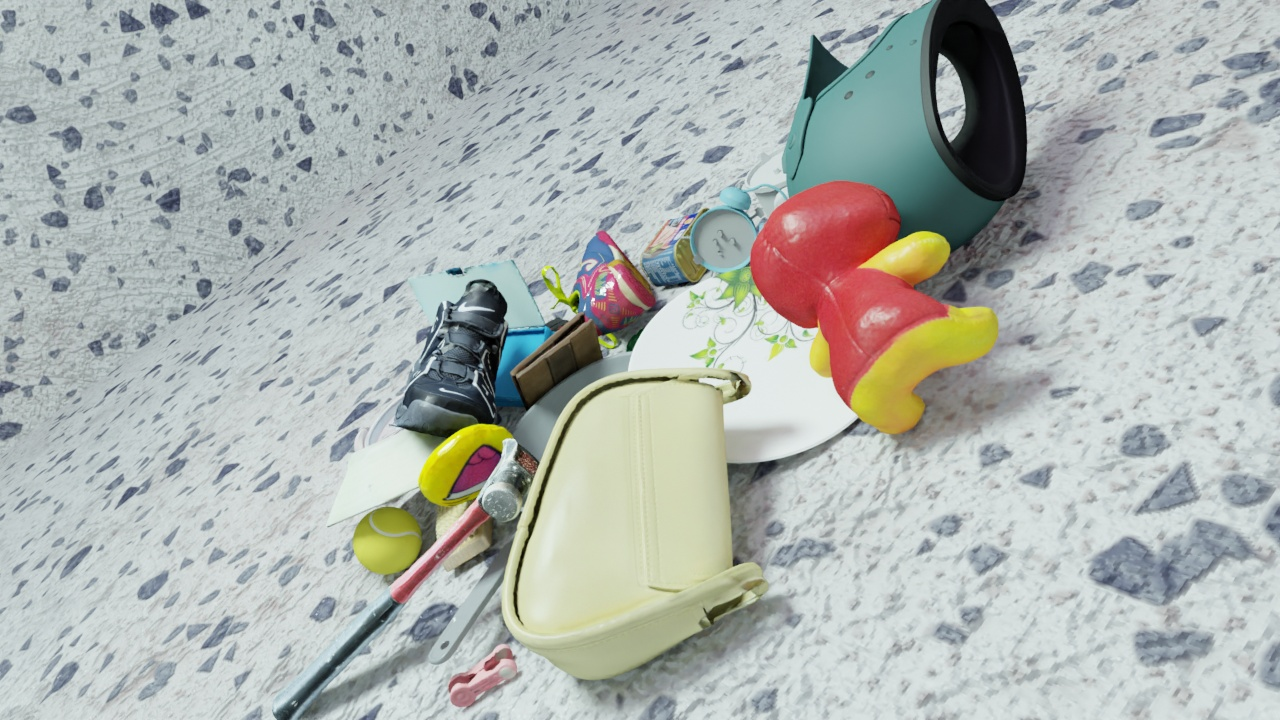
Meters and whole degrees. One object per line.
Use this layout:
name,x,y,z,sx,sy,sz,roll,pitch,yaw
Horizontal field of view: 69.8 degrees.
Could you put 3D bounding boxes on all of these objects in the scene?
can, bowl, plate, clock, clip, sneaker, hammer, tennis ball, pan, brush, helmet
can,0.050,-0.132,1.086,0.059,0.054,0.099,-7,37,44
bowl,-0.242,0.105,0.926,0.176,0.058,0.176,-24,-1,-1
plate,0.103,0.004,0.804,0.230,0.030,0.228,-11,46,11
clock,0.187,-0.207,1.049,0.119,0.061,0.159,-38,27,-9
clip,-0.121,0.240,0.707,0.060,0.023,0.044,-24,24,14
sneaker,-0.051,-0.090,1.065,0.091,0.116,0.241,-41,17,7
hammer,-0.198,0.189,0.768,0.327,0.036,0.140,-45,8,14
sneaker,-0.177,-0.007,0.927,0.252,0.097,0.151,-134,62,-74
tennis ball,-0.247,0.175,0.895,0.065,0.065,0.065,-26,28,15
pan,-0.079,0.123,0.815,0.201,0.051,0.355,-10,38,39
clock,0.108,-0.146,1.012,0.123,0.087,0.041,-34,12,23
brush,-0.173,0.150,0.886,0.049,0.039,0.117,-32,25,5
clock,-0.274,0.095,1.054,0.158,0.059,0.116,-37,30,3
helmet,0.228,-0.209,0.851,0.201,0.176,0.274,-24,49,50

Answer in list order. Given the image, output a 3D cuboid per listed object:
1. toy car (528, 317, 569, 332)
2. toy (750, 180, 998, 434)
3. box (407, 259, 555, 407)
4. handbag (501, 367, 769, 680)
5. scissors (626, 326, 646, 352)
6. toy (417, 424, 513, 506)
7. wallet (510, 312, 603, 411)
toy car,-0.125,-0.025,1.117,0.091,0.036,0.042,-42,29,-16
toy,0.163,-0.055,0.705,0.148,0.098,0.216,-50,47,25
box,-0.189,-0.028,1.097,0.070,0.171,0.244,-7,4,-42
handbag,-0.001,0.113,0.683,0.191,0.088,0.232,-10,50,14
scissors,-0.002,0.007,0.962,0.130,0.011,0.125,-7,42,42
toy,-0.156,0.093,0.823,0.095,0.094,0.041,-23,59,-36
wallet,-0.084,0.009,0.955,0.098,0.121,0.027,-39,70,-13
